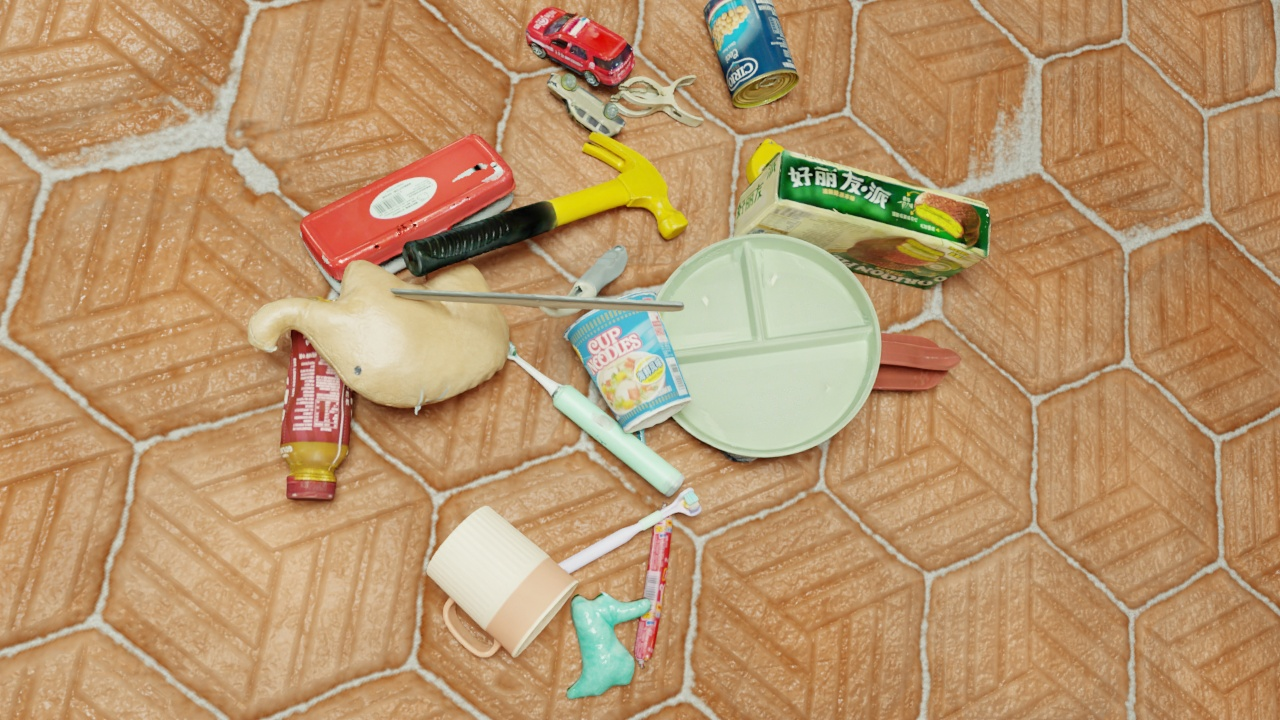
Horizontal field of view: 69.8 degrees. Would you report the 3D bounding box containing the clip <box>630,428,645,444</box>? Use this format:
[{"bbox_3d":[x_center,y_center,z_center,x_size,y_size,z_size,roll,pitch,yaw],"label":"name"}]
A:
[{"bbox_3d":[-0.006,0.064,0.900,0.041,0.014,0.056,-7,81,-16],"label":"clip"}]

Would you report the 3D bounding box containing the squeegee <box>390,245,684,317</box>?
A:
[{"bbox_3d":[-0.054,-0.067,0.832,0.247,0.246,0.039,3,107,15],"label":"squeegee"}]

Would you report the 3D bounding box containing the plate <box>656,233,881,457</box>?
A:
[{"bbox_3d":[0.120,-0.016,0.910,0.230,0.027,0.230,-2,75,6],"label":"plate"}]

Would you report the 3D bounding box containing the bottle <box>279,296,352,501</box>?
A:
[{"bbox_3d":[-0.282,0.034,0.805,0.057,0.058,0.174,4,77,-15],"label":"bottle"}]

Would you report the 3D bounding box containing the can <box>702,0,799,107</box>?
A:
[{"bbox_3d":[0.119,-0.342,0.993,0.075,0.075,0.111,-14,82,-18],"label":"can"}]

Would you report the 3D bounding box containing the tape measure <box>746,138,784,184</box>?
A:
[{"bbox_3d":[0.145,-0.207,0.995,0.060,0.029,0.057,39,71,-4],"label":"tape measure"}]

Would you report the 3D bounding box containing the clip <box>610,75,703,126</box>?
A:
[{"bbox_3d":[0.018,-0.282,0.975,0.098,0.034,0.064,-6,79,-22],"label":"clip"}]

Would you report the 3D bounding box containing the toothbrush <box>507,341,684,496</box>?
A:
[{"bbox_3d":[-0.051,0.052,0.877,0.224,0.027,0.026,39,56,4],"label":"toothbrush"}]

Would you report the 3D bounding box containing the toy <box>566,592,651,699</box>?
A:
[{"bbox_3d":[-0.031,0.254,0.839,0.096,0.030,0.092,-16,83,-6],"label":"toy"}]

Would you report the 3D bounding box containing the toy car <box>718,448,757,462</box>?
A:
[{"bbox_3d":[0.114,0.053,0.927,0.049,0.031,0.105,27,74,-7],"label":"toy car"}]

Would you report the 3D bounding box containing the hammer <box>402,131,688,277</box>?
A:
[{"bbox_3d":[-0.089,-0.138,0.867,0.299,0.033,0.128,-27,79,-38],"label":"hammer"}]

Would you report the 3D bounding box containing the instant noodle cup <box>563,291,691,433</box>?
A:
[{"bbox_3d":[-0.005,0.005,0.862,0.099,0.099,0.110,-22,78,-19],"label":"instant noodle cup"}]

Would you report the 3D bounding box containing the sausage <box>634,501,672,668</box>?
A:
[{"bbox_3d":[0.014,0.211,0.869,0.020,0.020,0.155,13,75,-13],"label":"sausage"}]

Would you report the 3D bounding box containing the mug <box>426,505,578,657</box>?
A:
[{"bbox_3d":[-0.128,0.201,0.799,0.106,0.081,0.115,39,109,10],"label":"mug"}]

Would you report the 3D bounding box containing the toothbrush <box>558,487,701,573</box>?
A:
[{"bbox_3d":[-0.029,0.173,0.855,0.189,0.021,0.029,-27,106,-11],"label":"toothbrush"}]

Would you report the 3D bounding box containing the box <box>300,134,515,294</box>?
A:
[{"bbox_3d":[-0.219,-0.141,0.876,0.201,0.068,0.090,-34,68,-21],"label":"box"}]

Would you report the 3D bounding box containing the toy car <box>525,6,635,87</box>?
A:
[{"bbox_3d":[-0.062,-0.327,0.943,0.120,0.045,0.052,29,66,15],"label":"toy car"}]

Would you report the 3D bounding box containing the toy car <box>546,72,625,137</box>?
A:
[{"bbox_3d":[-0.058,-0.261,0.942,0.090,0.042,0.035,35,90,-12],"label":"toy car"}]

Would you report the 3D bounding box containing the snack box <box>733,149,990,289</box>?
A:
[{"bbox_3d":[0.230,-0.142,0.959,0.240,0.115,0.063,11,74,-13],"label":"snack box"}]

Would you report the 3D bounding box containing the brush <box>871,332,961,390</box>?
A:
[{"bbox_3d":[0.260,0.000,0.960,0.145,0.069,0.063,4,78,-15],"label":"brush"}]

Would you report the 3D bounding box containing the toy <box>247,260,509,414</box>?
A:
[{"bbox_3d":[-0.213,-0.022,0.791,0.225,0.083,0.143,-14,68,-44],"label":"toy"}]
